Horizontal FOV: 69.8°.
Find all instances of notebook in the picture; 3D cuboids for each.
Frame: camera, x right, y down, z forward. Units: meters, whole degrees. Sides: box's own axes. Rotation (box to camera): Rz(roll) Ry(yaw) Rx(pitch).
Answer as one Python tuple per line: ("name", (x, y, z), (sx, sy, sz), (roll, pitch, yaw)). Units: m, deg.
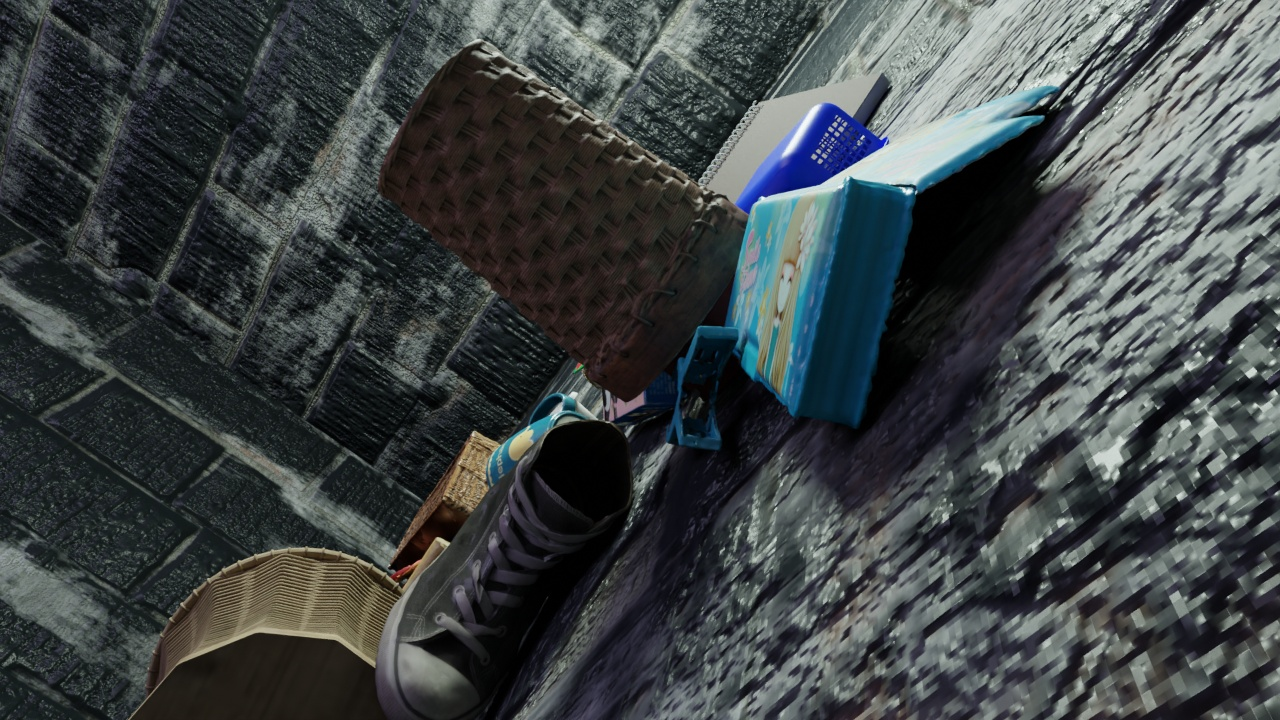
("notebook", (0.110, -0.168, 0.835), (0.172, 0.022, 0.208), (7, 59, 56))

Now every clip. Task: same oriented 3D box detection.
("clip", (0.030, 0.036, 0.518), (0.127, 0.028, 0.113), (-140, 62, -87))

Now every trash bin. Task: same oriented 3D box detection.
("trash bin", (-0.051, -0.091, 0.606), (0.151, 0.210, 0.151), (-54, 6, 8))

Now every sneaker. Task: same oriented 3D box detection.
("sneaker", (-0.087, 0.141, 0.624), (0.234, 0.095, 0.120), (-50, 1, -43))

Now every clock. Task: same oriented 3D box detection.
("clock", (0.054, -0.023, 0.631), (0.087, 0.044, 0.124), (-49, 8, 39))

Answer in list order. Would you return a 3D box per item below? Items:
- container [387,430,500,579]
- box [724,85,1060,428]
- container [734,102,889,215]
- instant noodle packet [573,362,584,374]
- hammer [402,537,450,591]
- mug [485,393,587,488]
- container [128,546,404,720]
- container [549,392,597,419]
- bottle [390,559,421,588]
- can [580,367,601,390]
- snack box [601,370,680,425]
("container", (-0.212, 0.200, 1.126), (0.199, 0.114, 0.112), (-51, 10, 37))
("box", (0.099, -0.067, 0.438), (0.181, 0.074, 0.227), (-55, 5, 6))
("container", (0.115, -0.125, 0.664), (0.096, 0.058, 0.114), (-57, 7, -28))
("instant noodle packet", (0.031, -0.103, 0.985), (0.196, 0.090, 0.251), (-33, 20, 35))
("hammer", (-0.261, 0.301, 0.802), (0.330, 0.132, 0.033), (-56, 9, -6))
("mug", (-0.091, 0.086, 0.918), (0.104, 0.084, 0.112), (-38, 41, 42))
("container", (-0.262, 0.267, 0.677), (0.226, 0.227, 0.196), (-55, 12, -10))
("container", (-0.096, 0.096, 1.115), (0.080, 0.049, 0.129), (-57, 6, -24))
("bottle", (-0.233, 0.263, 1.028), (0.111, 0.099, 0.098), (-47, 8, 23))
("can", (-0.013, -0.034, 1.115), (0.068, 0.067, 0.169), (-48, 8, 45))
("snack box", (-0.005, 0.005, 0.777), (0.154, 0.033, 0.088), (145, 122, -73))
